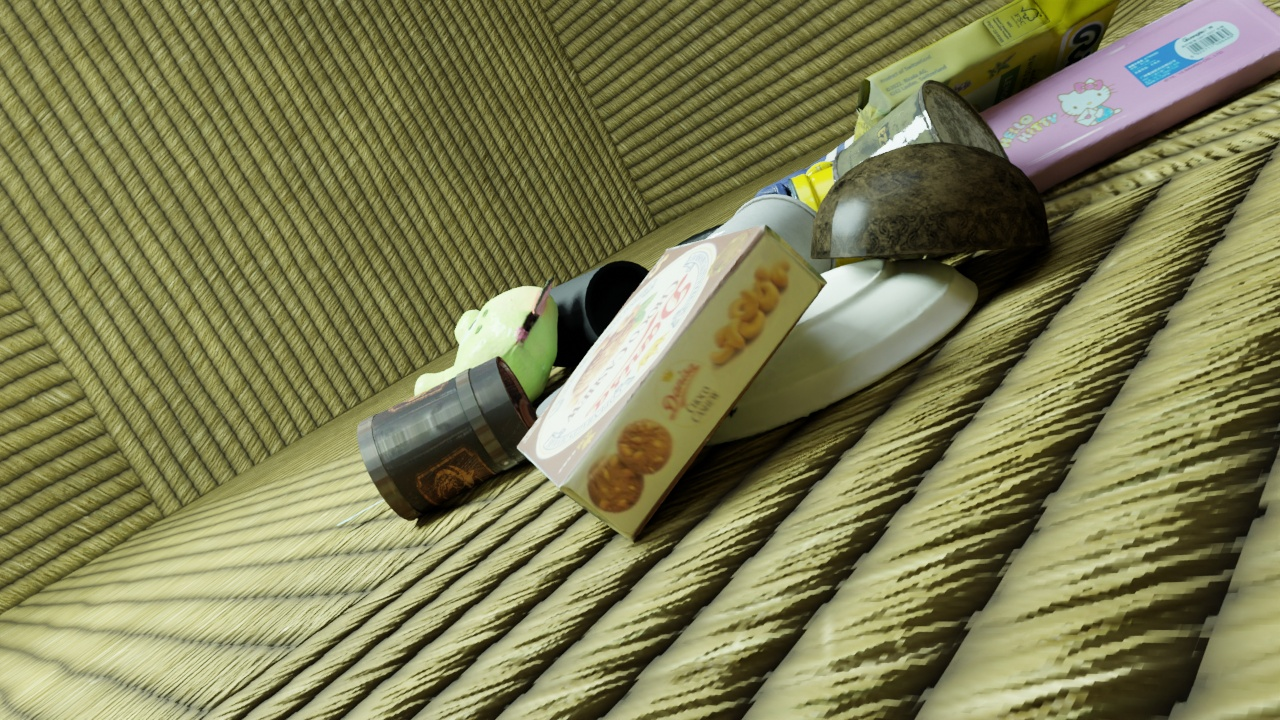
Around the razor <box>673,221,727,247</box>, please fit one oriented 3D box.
[{"bbox_3d":[0.062,-0.074,0.728,0.152,0.054,0.067,-27,49,55],"label":"razor"}]

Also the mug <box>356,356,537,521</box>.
[{"bbox_3d":[-0.129,0.058,0.668,0.107,0.080,0.116,-27,-18,2],"label":"mug"}]

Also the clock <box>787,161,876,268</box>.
[{"bbox_3d":[0.148,-0.110,0.702,0.057,0.083,0.118,-21,13,12],"label":"clock"}]

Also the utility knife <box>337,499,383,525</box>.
[{"bbox_3d":[-0.177,0.094,0.766,0.167,0.015,0.022,-28,8,-8],"label":"utility knife"}]

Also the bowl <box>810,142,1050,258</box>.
[{"bbox_3d":[0.151,-0.086,0.488,0.121,0.056,0.121,-4,7,0],"label":"bowl"}]

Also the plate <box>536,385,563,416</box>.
[{"bbox_3d":[-0.004,0.004,0.753,0.178,0.012,0.178,-28,9,4],"label":"plate"}]

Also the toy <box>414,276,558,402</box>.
[{"bbox_3d":[-0.140,0.002,0.901,0.197,0.107,0.150,0,55,58],"label":"toy"}]

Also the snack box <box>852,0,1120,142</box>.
[{"bbox_3d":[0.244,-0.195,0.670,0.181,0.045,0.121,-27,-21,1],"label":"snack box"}]

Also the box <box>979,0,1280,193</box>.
[{"bbox_3d":[0.320,-0.161,0.637,0.214,0.091,0.090,-27,52,10],"label":"box"}]

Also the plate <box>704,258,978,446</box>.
[{"bbox_3d":[0.087,-0.014,0.497,0.182,0.034,0.182,-28,9,4],"label":"plate"}]

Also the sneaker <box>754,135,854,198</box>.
[{"bbox_3d":[0.181,-0.154,0.815,0.118,0.091,0.233,-28,7,-24],"label":"sneaker"}]

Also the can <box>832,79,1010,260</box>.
[{"bbox_3d":[0.178,-0.117,0.580,0.075,0.090,0.089,-37,1,41],"label":"can"}]

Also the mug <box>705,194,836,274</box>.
[{"bbox_3d":[0.074,-0.064,0.647,0.113,0.084,0.070,-7,23,37],"label":"mug"}]

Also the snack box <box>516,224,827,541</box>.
[{"bbox_3d":[0.006,0.006,0.453,0.143,0.041,0.147,-52,13,-8],"label":"snack box"}]

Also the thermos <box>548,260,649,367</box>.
[{"bbox_3d":[-0.060,-0.040,0.938,0.086,0.086,0.199,-33,10,-27],"label":"thermos"}]
